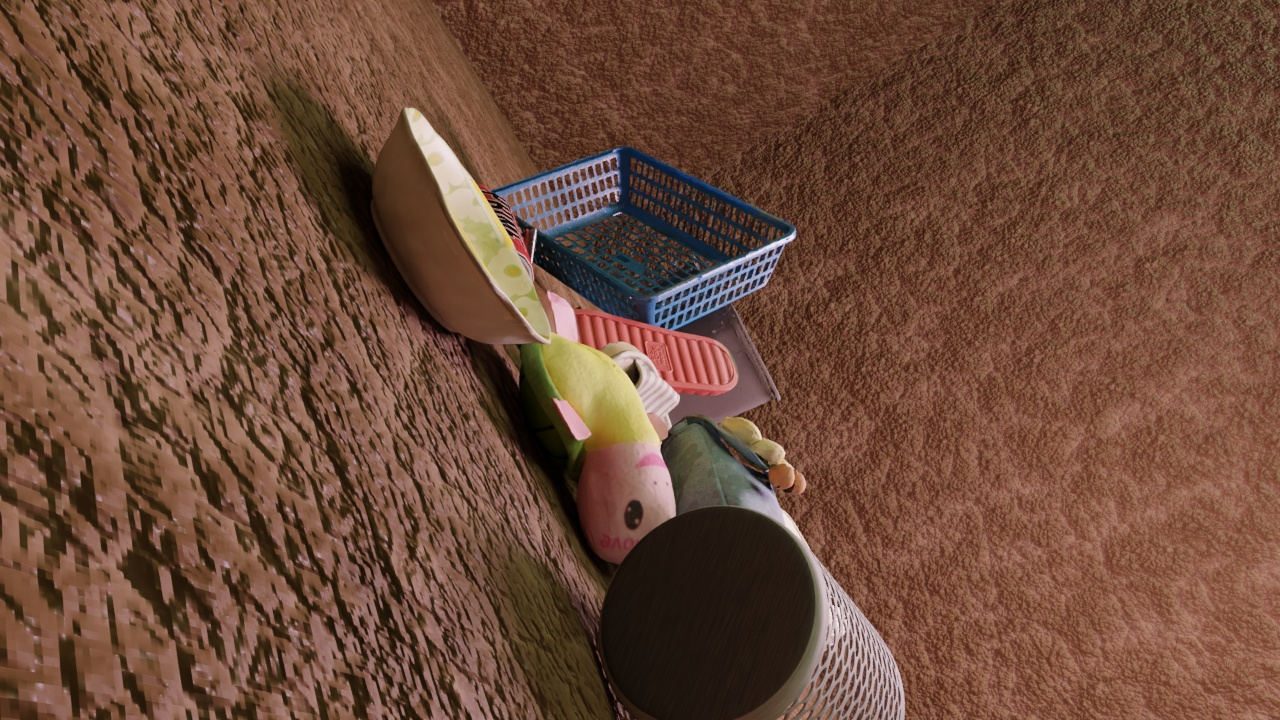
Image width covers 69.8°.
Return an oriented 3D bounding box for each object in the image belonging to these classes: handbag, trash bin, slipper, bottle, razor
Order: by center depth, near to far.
[{"bbox_3d":[0.074,0.196,0.596,0.183,0.156,0.156,54,7,-46],"label":"trash bin"},{"bbox_3d":[0.086,0.122,0.784,0.122,0.119,0.191,50,14,-24],"label":"handbag"},{"bbox_3d":[-0.141,-0.113,0.835,0.062,0.062,0.176,58,3,-36],"label":"bottle"},{"bbox_3d":[-0.108,-0.073,0.855,0.042,0.026,0.106,-104,-158,-72],"label":"razor"},{"bbox_3d":[-0.011,0.066,0.955,0.054,0.114,0.273,39,-10,25],"label":"slipper"},{"bbox_3d":[-0.006,0.006,1.042,0.248,0.059,0.103,10,51,-25],"label":"slipper"},{"bbox_3d":[0.043,0.005,1.297,0.197,0.220,0.197,58,4,-33],"label":"trash bin"}]

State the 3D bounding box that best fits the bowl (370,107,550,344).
[{"bbox_3d":[-0.135,-0.081,0.650,0.188,0.060,0.219,60,4,-16],"label":"bowl"}]

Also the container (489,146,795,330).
[{"bbox_3d":[-0.009,-0.160,1.217,0.362,0.256,0.089,36,-39,40],"label":"container"}]

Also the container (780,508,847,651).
[{"bbox_3d":[0.176,0.319,1.286,0.184,0.143,0.251,27,30,-59],"label":"container"}]

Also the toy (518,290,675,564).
[{"bbox_3d":[-0.041,0.045,0.732,0.238,0.088,0.190,62,15,15],"label":"toy"}]

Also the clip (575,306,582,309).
[{"bbox_3d":[-0.033,0.026,1.134,0.172,0.031,0.164,64,7,26],"label":"clip"}]

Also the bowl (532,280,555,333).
[{"bbox_3d":[-0.100,-0.043,0.931,0.114,0.026,0.102,60,-16,20],"label":"bowl"}]
